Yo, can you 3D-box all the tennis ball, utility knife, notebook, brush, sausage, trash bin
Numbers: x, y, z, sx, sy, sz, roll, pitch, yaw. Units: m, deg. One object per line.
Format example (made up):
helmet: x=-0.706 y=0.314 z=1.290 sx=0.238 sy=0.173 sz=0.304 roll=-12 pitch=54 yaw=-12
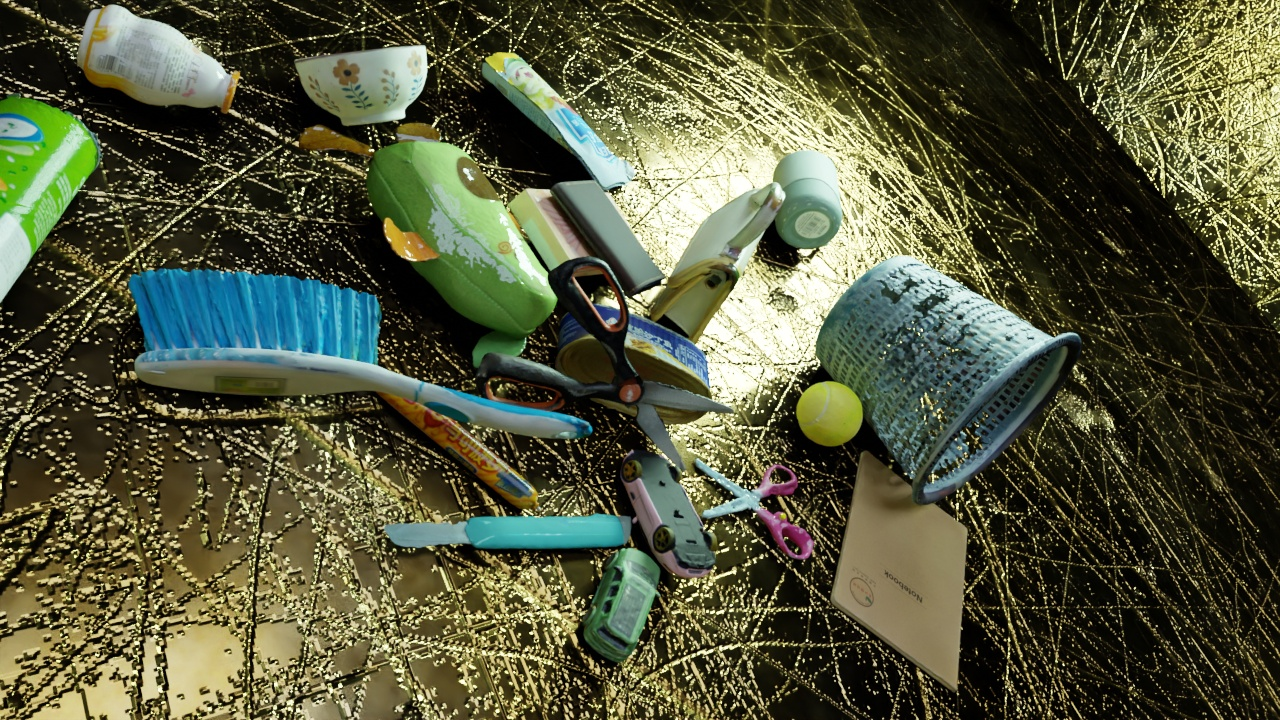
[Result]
tennis ball: x=0.190 y=0.054 z=0.923 sx=0.065 sy=0.066 sz=0.065 roll=22 pitch=44 yaw=-23
utility knife: x=-0.089 y=0.126 z=0.675 sx=0.209 sy=0.013 sz=0.029 roll=8 pitch=52 yaw=-37
notebook: x=0.260 y=0.197 z=0.898 sx=0.148 sy=0.008 sz=0.207 roll=37 pitch=40 yaw=-6
brush: x=-0.187 y=0.003 z=0.649 sx=0.314 sy=0.061 sz=0.109 roll=3 pitch=59 yaw=-25
sausage: x=-0.138 y=0.060 z=0.687 sx=0.165 sy=0.022 sz=0.021 roll=40 pitch=40 yaw=-3
trash bin: x=0.300 y=0.004 z=0.959 sx=0.226 sy=0.227 sz=0.195 roll=-10 pitch=46 yaw=-43

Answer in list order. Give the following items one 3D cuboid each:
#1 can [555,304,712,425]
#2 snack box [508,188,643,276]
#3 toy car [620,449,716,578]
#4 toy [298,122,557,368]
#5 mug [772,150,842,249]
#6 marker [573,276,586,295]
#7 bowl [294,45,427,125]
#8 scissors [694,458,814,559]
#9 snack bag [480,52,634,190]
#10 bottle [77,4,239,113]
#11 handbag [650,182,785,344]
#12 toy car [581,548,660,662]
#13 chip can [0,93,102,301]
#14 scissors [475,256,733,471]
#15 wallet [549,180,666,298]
can: x=-0.005 y=0.005 z=0.804 sx=0.148 sy=0.075 sz=0.049 roll=23 pitch=40 yaw=-22
snack box: x=-0.054 y=-0.122 z=0.875 sx=0.084 sy=0.026 sz=0.157 roll=57 pitch=27 yaw=8
toy car: x=0.020 y=0.125 z=0.748 sx=0.056 sy=0.037 sz=0.122 roll=15 pitch=35 yaw=-39
toy: x=-0.157 y=-0.114 z=0.767 sx=0.246 sy=0.090 sz=0.226 roll=50 pitch=25 yaw=5
mug: x=0.214 y=-0.189 z=1.152 sx=0.112 sy=0.082 sz=0.106 roll=54 pitch=28 yaw=-39
marker: x=-0.061 y=-0.066 z=0.860 sx=0.020 sy=0.022 sz=0.131 roll=-9 pitch=55 yaw=-2
bowl: x=-0.245 y=-0.245 z=0.822 sx=0.113 sy=0.114 sz=0.062 roll=-28 pitch=117 yaw=-48
scissors: x=0.106 y=0.124 z=0.835 sx=0.133 sy=0.017 sz=0.128 roll=36 pitch=42 yaw=-2
snack bag: x=-0.083 y=-0.253 z=0.984 sx=0.191 sy=0.039 sz=0.110 roll=44 pitch=13 yaw=4
bottle: x=-0.375 y=-0.230 z=0.718 sx=0.108 sy=0.063 sz=0.063 roll=18 pitch=46 yaw=-26
handbag: x=0.086 y=-0.116 z=0.902 sx=0.063 sy=0.179 sz=0.162 roll=34 pitch=42 yaw=-3
toy car: x=-0.011 y=0.177 z=0.678 sx=0.043 sy=0.036 sz=0.091 roll=34 pitch=37 yaw=-8
chip can: x=-0.405 y=-0.065 z=0.545 sx=0.072 sy=0.072 sz=0.235 roll=23 pitch=43 yaw=-22
scissors: x=-0.023 y=0.010 z=0.747 sx=0.220 sy=0.222 sz=0.021 roll=-5 pitch=27 yaw=-14
wallet: x=-0.027 y=-0.117 z=0.861 sx=0.122 sy=0.020 sz=0.096 roll=54 pitch=22 yaw=1
